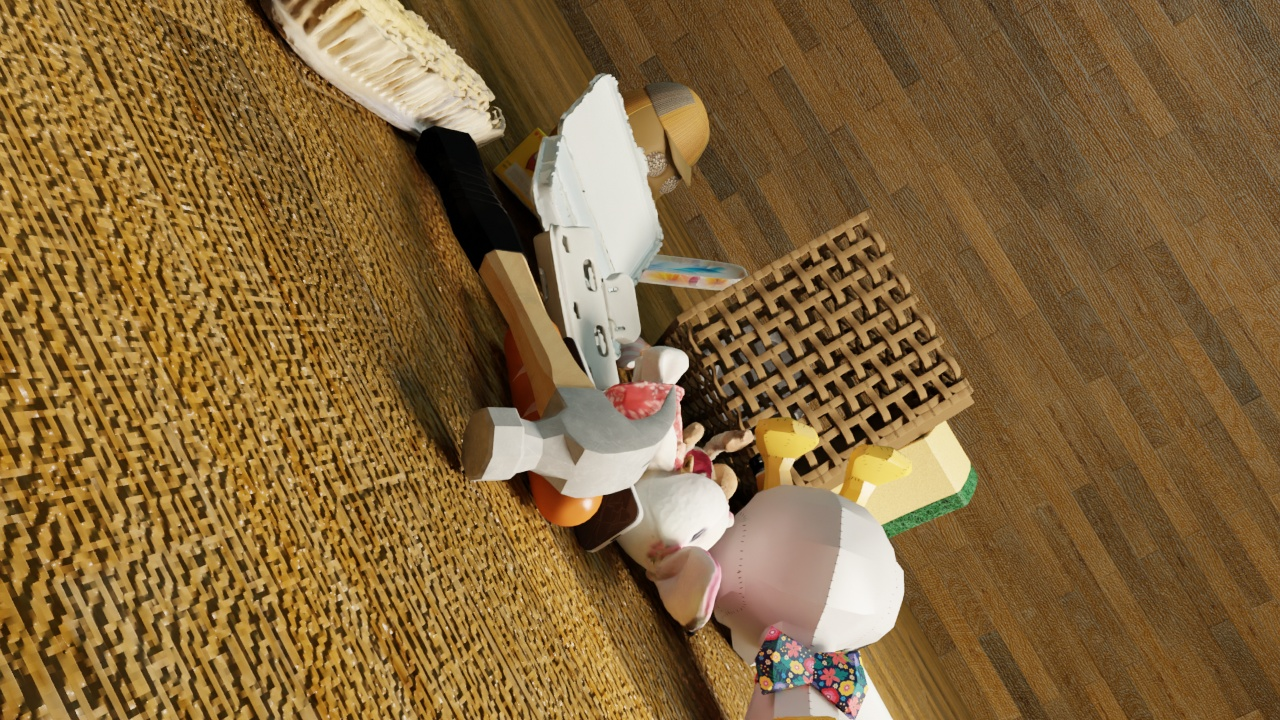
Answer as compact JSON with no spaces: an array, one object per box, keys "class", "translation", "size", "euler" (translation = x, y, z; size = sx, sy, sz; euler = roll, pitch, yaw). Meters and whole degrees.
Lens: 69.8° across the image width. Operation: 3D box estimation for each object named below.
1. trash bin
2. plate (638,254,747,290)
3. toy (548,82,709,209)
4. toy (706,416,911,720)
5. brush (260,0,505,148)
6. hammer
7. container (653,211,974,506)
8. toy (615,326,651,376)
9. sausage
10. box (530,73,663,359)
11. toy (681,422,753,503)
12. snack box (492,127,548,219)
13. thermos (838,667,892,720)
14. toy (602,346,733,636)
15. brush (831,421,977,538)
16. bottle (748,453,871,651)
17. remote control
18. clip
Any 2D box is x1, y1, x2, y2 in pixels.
[{"class":"trash bin","translation":[0.164,0.031,1.302],"size":[0.156,0.156,0.183],"euler":[61,8,6]},{"class":"plate","translation":[0.025,-0.102,1.033],"size":[0.186,0.187,0.016],"euler":[-72,169,-78]},{"class":"toy","translation":[-0.012,-0.230,1.050],"size":[0.162,0.203,0.198],"euler":[64,12,21]},{"class":"toy","translation":[0.111,0.180,0.651],"size":[0.247,0.141,0.267],"euler":[111,-5,-66]},{"class":"brush","translation":[-0.171,-0.211,0.655],"size":[0.083,0.057,0.271],"euler":[59,10,9]},{"class":"hammer","translation":[-0.082,-0.050,0.575],"size":[0.131,0.039,0.328],"euler":[4,40,-34]},{"class":"container","translation":[0.169,0.014,0.995],"size":[0.214,0.219,0.252],"euler":[60,-9,4]},{"class":"toy","translation":[-0.010,-0.006,0.891],"size":[0.101,0.041,0.055],"euler":[-120,-165,-50]},{"class":"sausage","translation":[-0.056,0.034,0.557],"size":[0.164,0.039,0.045],"euler":[-110,-161,-46]},{"class":"box","translation":[-0.037,-0.126,0.828],"size":[0.210,0.061,0.192],"euler":[69,27,-46]},{"class":"toy","translation":[0.062,0.113,0.853],"size":[0.106,0.074,0.085],"euler":[82,17,-62]},{"class":"snack box","translation":[-0.076,-0.157,0.889],"size":[0.083,0.061,0.105],"euler":[47,3,33]},{"class":"thermos","translation":[0.154,0.253,0.866],"size":[0.230,0.068,0.068],"euler":[61,11,14]},{"class":"toy","translation":[0.017,0.087,0.614],"size":[0.159,0.084,0.194],"euler":[89,-9,-68]},{"class":"brush","translation":[0.229,0.148,0.993],"size":[0.075,0.251,0.194],"euler":[60,17,4]},{"class":"bottle","translation":[0.136,0.165,0.791],"size":[0.059,0.059,0.181],"euler":[36,31,-65]},{"class":"remote control","translation":[-0.039,0.050,0.584],"size":[0.008,0.045,0.146],"euler":[32,28,-50]},{"class":"clip","translation":[-0.045,-0.036,0.695],"size":[0.143,0.074,0.124],"euler":[-27,110,-83]}]
